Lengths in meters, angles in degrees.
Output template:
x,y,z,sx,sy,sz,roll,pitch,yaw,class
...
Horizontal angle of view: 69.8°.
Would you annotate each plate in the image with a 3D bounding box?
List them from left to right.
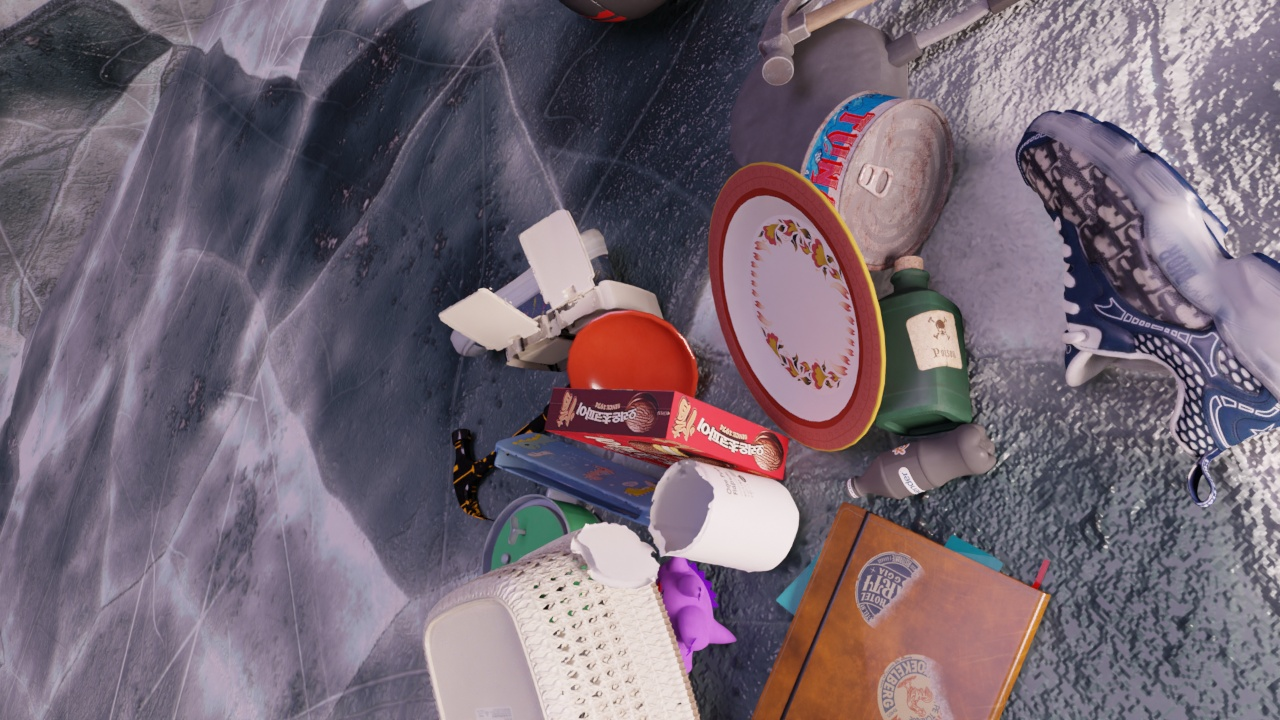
x,y,z,sx,sy,sz,roll,pitch,yaw,class
0.120,-0.041,0.714,0.229,0.021,0.230,51,151,43,plate

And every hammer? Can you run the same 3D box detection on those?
x,y,z,sx,sy,sz,roll,pitch,yaw,class
-0.094,0.061,0.957,0.322,0.036,0.123,-36,54,31,hammer
0.249,-0.333,0.753,0.332,0.031,0.119,-20,40,27,hammer

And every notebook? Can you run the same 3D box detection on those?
x,y,z,sx,sy,sz,roll,pitch,yaw,class
0.165,0.228,0.656,0.179,0.014,0.249,22,90,46,notebook

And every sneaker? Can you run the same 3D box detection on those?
x,y,z,sx,sy,sz,roll,pitch,yaw,class
-0.112,-0.053,1.001,0.236,0.087,0.079,-31,88,34,sneaker
0.308,-0.045,0.578,0.133,0.103,0.269,-49,50,27,sneaker

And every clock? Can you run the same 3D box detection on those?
x,y,z,sx,sy,sz,roll,pitch,yaw,class
-0.105,0.207,0.875,0.162,0.075,0.122,-54,47,13,clock

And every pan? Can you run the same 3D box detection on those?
x,y,z,sx,sy,sz,roll,pitch,yaw,class
0.218,-0.262,0.781,0.358,0.041,0.178,-24,58,35,pan

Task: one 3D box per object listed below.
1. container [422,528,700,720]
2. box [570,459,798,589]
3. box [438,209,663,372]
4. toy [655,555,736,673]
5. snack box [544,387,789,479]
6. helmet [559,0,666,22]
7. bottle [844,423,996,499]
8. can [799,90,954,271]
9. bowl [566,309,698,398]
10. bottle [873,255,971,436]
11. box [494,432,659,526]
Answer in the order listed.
x,y,z,sx,sy,sz,roll,pitch,yaw,class
-0.064,0.264,0.720,0.185,0.142,0.246,-30,73,36,container
0.037,0.131,0.714,0.112,0.162,0.084,-53,38,22,box
-0.082,-0.060,0.886,0.146,0.185,0.095,-25,51,27,box
0.038,0.203,0.757,0.106,0.055,0.088,108,144,-49,toy
0.023,0.061,0.758,0.133,0.152,0.035,0,73,43,snack box
-0.039,-0.471,1.022,0.170,0.164,0.264,-53,55,29,helmet
0.200,0.078,0.666,0.110,0.036,0.036,-26,57,34,bottle
0.181,-0.137,0.703,0.044,0.129,0.130,31,96,46,can
-0.005,0.005,0.855,0.122,0.122,0.035,-42,10,24,bowl
0.204,-0.015,0.682,0.061,0.061,0.131,-17,63,40,bottle
-0.050,0.105,0.854,0.210,0.066,0.049,14,88,38,box
